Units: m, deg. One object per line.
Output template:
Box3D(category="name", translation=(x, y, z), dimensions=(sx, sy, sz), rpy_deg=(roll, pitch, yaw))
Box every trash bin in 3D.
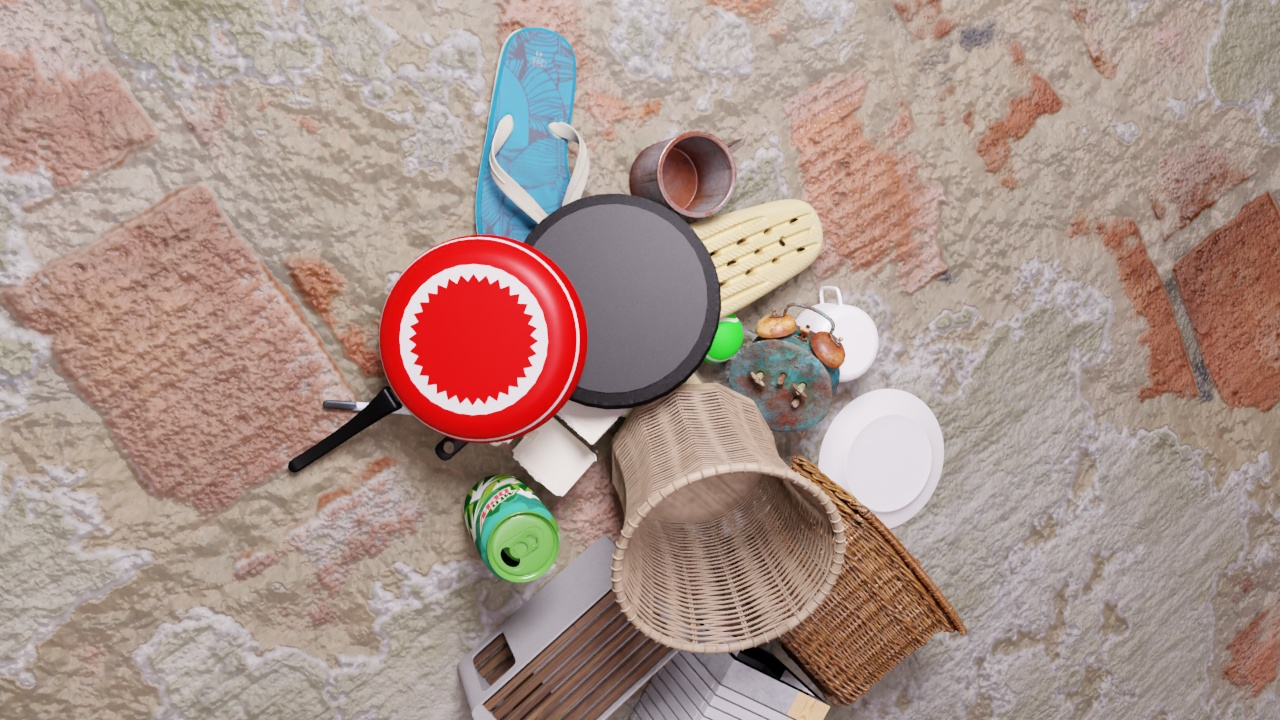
Box3D(category="trash bin", translation=(0.076, 0.459, 1.085), dimensions=(0.142, 0.142, 0.247), rpy_deg=(31, 87, -20))
Box3D(category="trash bin", translation=(-0.076, 0.327, 1.032), dimensions=(0.228, 0.114, 0.114), rpy_deg=(-40, 107, -10))

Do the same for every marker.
Box3D(category="marker", translation=(-0.262, 0.053, 0.989), dimensions=(0.152, 0.011, 0.011), rpy_deg=(5, 95, -19))

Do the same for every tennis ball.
Box3D(category="tennis ball", translation=(0.086, -0.030, 1.066), dimensions=(0.065, 0.065, 0.065), rpy_deg=(-2, 98, -18))

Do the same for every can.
Box3D(category="can", translation=(-0.138, 0.177, 0.976), dimensions=(0.083, 0.144, 0.083), rpy_deg=(-2, 98, -18))

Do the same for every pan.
Box3D(category="pan", translation=(-0.220, 0.019, 0.921), dimensions=(0.356, 0.067, 0.209), rpy_deg=(-33, 90, 5))
Box3D(category="pan", translation=(-0.077, -0.019, 0.948), dimensions=(0.356, 0.034, 0.225), rpy_deg=(-42, 86, -2))

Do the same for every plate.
Box3D(category="plate", translation=(0.319, 0.132, 1.190), dimensions=(0.188, 0.016, 0.188), rpy_deg=(-2, 98, -18))

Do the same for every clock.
Box3D(category="clock", translation=(0.171, 0.008, 1.054), dimensions=(0.121, 0.073, 0.158), rpy_deg=(25, 123, 14))

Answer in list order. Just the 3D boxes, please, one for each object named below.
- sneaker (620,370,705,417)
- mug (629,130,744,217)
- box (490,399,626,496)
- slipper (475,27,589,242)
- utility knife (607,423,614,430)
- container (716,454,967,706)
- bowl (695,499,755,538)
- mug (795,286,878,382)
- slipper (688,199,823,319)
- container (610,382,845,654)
Box3D(category="sneaker", translation=(-0.006, 0.006, 1.037), dimensions=(0.102, 0.089, 0.241), rpy_deg=(-38, 108, 3))
Box3D(category="mug", translation=(0.057, -0.210, 1.012), dimensions=(0.122, 0.110, 0.096), rpy_deg=(-32, 111, -13))
Box3D(category="box", translation=(-0.113, 0.038, 0.993), dimensions=(0.186, 0.066, 0.145), rpy_deg=(39, 82, 9))
Box3D(category="slipper", translation=(-0.114, -0.208, 0.981), dimensions=(0.118, 0.060, 0.295), rpy_deg=(2, 97, -15))
Box3D(category="utility knife", translation=(-0.099, 0.009, 1.036), dimensions=(0.031, 0.015, 0.196), rpy_deg=(-41, 105, -12))
Box3D(category="container", translation=(0.227, 0.276, 1.095), dimensions=(0.183, 0.162, 0.250), rpy_deg=(-44, 116, -4))
Box3D(category="bowl", translation=(0.099, 0.169, 1.109), dimensions=(0.109, 0.040, 0.110), rpy_deg=(-2, 98, -18))
Box3D(category="mug", translation=(0.234, -0.033, 1.113), dimensions=(0.094, 0.068, 0.115), rpy_deg=(-10, 100, -17))
Box3D(category="slipper", translation=(0.096, -0.113, 1.053), dimensions=(0.260, 0.079, 0.111), rpy_deg=(-23, 100, -26))
Box3D(category="container", translation=(0.071, 0.150, 0.954), dimensions=(0.227, 0.196, 0.227), rpy_deg=(-4, 118, -7))
